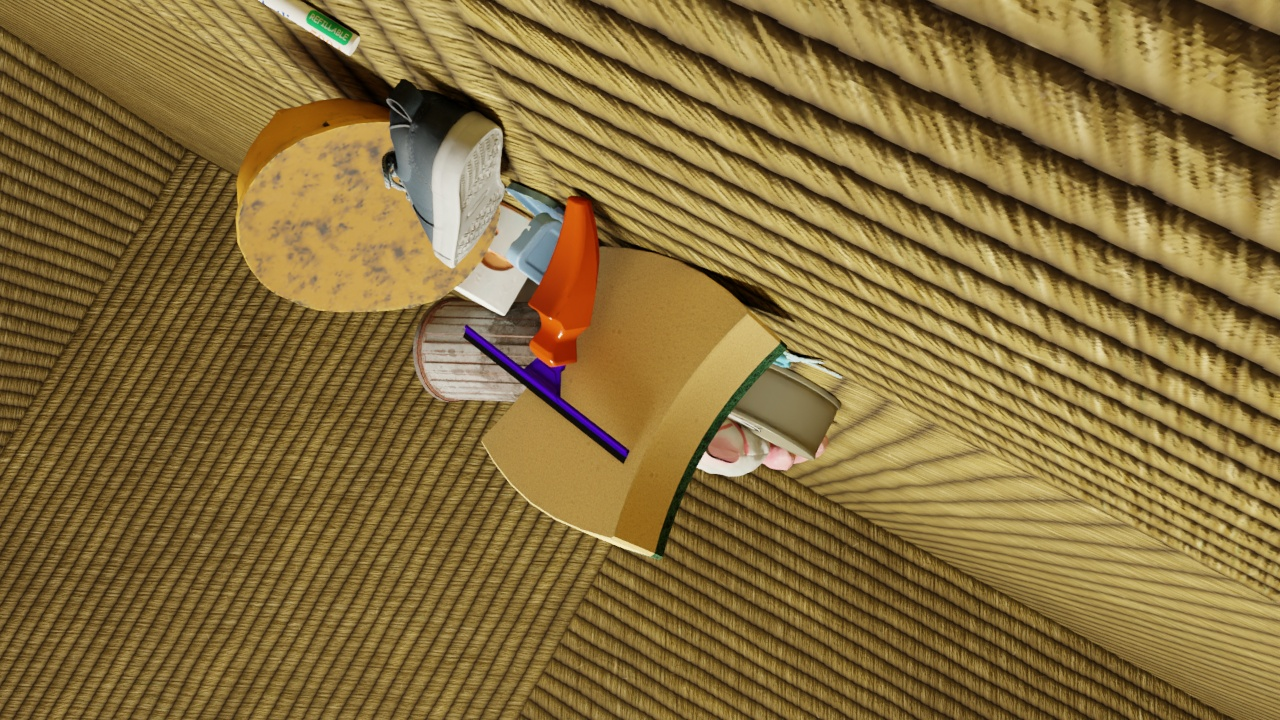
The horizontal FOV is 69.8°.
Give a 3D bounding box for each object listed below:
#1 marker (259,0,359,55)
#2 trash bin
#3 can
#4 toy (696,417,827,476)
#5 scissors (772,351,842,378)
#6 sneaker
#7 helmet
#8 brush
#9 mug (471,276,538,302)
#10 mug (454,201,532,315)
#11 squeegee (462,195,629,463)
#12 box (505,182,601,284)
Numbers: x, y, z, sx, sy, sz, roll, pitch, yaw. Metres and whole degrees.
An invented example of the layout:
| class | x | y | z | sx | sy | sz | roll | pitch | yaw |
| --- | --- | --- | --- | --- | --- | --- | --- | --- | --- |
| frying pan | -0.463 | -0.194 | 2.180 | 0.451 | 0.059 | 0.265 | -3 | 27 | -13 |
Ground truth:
| class | x | y | z | sx | sy | sz | roll | pitch | yaw |
| --- | --- | --- | --- | --- | --- | --- | --- | --- | --- |
| marker | -0.270 | -0.265 | 0.654 | 0.145 | 0.017 | 0.017 | 30 | 175 | -12 |
| trash bin | -0.164 | -0.011 | 1.103 | 0.211 | 0.130 | 0.130 | 2 | 160 | 32 |
| can | 0.167 | 0.057 | 1.096 | 0.128 | 0.073 | 0.128 | 29 | 175 | 3 |
| toy | 0.136 | 0.102 | 1.216 | 0.212 | 0.084 | 0.142 | -1 | -150 | -40 |
| scissors | 0.140 | -0.013 | 0.945 | 0.119 | 0.015 | 0.139 | 30 | 169 | -21 |
| sneaker | -0.168 | -0.151 | 0.765 | 0.087 | 0.089 | 0.236 | 32 | 162 | -1 |
| helmet | -0.271 | -0.161 | 0.861 | 0.255 | 0.206 | 0.131 | 13 | -149 | -55 |
| brush | -0.011 | 0.032 | 0.833 | 0.195 | 0.250 | 0.075 | 29 | 176 | 41 |
| mug | -0.160 | -0.097 | 1.240 | 0.079 | 0.097 | 0.112 | 26 | 174 | 34 |
| mug | -0.160 | -0.115 | 1.022 | 0.082 | 0.105 | 0.082 | 29 | 175 | 3 |
| squeegee | -0.067 | -0.053 | 0.803 | 0.055 | 0.185 | 0.250 | -13 | -145 | -41 |
| box | -0.079 | -0.106 | 0.940 | 0.079 | 0.072 | 0.210 | 42 | -177 | 28 |
